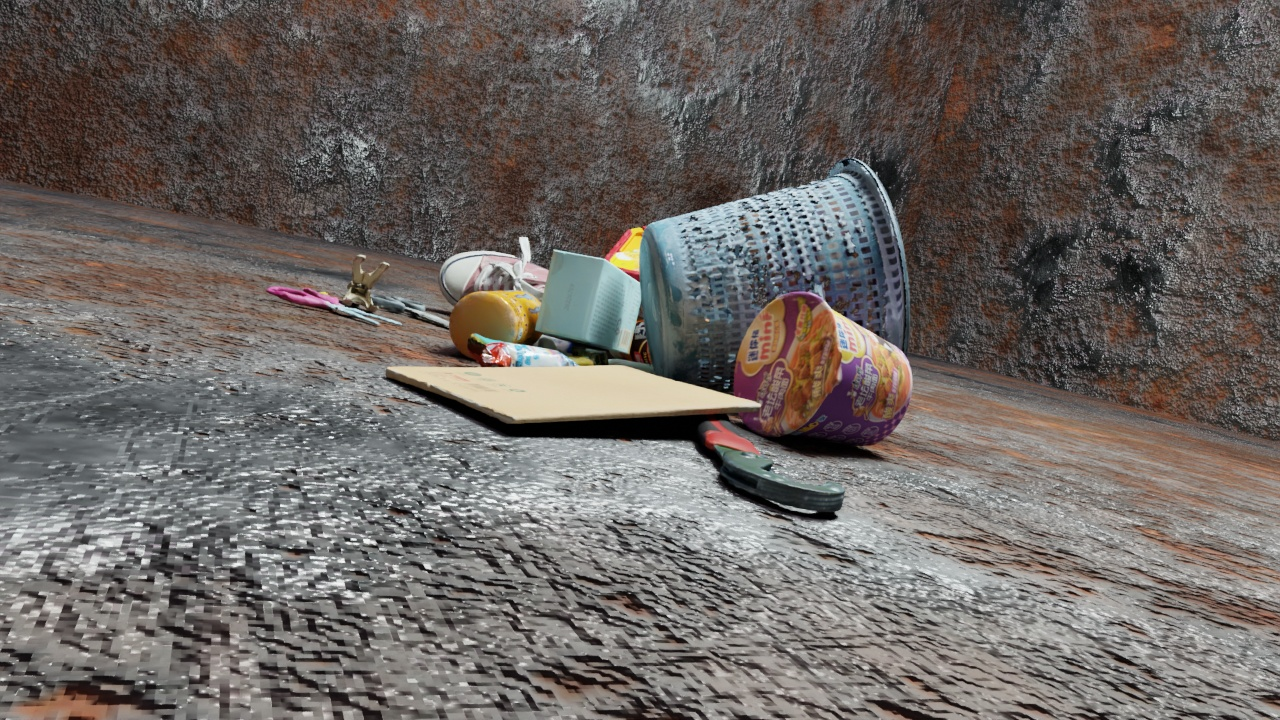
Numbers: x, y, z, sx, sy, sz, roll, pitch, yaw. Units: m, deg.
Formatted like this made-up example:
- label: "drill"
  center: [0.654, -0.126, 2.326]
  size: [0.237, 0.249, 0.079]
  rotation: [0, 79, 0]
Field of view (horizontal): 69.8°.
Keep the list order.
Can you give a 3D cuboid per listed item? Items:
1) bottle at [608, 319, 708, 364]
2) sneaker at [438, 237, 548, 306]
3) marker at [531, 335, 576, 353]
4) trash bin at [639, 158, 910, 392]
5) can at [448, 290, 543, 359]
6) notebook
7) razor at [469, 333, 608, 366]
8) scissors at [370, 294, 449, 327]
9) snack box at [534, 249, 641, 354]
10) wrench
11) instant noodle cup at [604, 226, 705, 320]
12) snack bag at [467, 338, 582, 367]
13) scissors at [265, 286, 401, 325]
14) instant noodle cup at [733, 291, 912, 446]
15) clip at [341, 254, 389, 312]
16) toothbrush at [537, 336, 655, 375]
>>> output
- label: "bottle"
  center: [0.018, -0.017, 0.963]
  size: [0.150, 0.067, 0.066]
  rotation: [6, 2, 37]
- label: "sneaker"
  center: [-0.137, -0.082, 1.083]
  size: [0.241, 0.118, 0.088]
  rotation: [19, -13, 15]
- label: "marker"
  center: [-0.126, -0.025, 0.946]
  size: [0.146, 0.017, 0.016]
  rotation: [15, 7, 32]
- label: "trash bin"
  center: [0.104, -0.057, 0.824]
  size: [0.195, 0.226, 0.226]
  rotation: [-7, 8, -6]
- label: "can"
  center: [-0.124, -0.034, 0.822]
  size: [0.058, 0.058, 0.146]
  rotation: [12, 6, 3]
- label: "notebook"
  center: [-0.042, 0.020, 0.611]
  size: [0.207, 0.008, 0.148]
  rotation: [0, 10, -43]
- label: "razor"
  center: [-0.086, -0.005, 0.754]
  size: [0.043, 0.028, 0.132]
  rotation: [15, 4, 43]
- label: "scissors"
  center: [-0.244, -0.049, 0.992]
  size: [0.133, 0.014, 0.175]
  rotation: [11, 8, -13]
- label: "snack box"
  center: [-0.044, -0.052, 0.874]
  size: [0.052, 0.074, 0.174]
  rotation: [12, -1, 12]
- label: "wrench"
  center: [0.056, 0.049, 0.575]
  size: [0.056, 0.016, 0.273]
  rotation: [10, 6, -11]
- label: "instant noodle cup"
  center: [0.018, -0.069, 1.032]
  size: [0.116, 0.124, 0.115]
  rotation: [14, 40, 17]
- label: "snack bag"
  center: [-0.084, 0.002, 0.707]
  size: [0.105, 0.026, 0.045]
  rotation: [9, 3, -40]
- label: "scissors"
  center: [-0.299, -0.053, 0.885]
  size: [0.136, 0.017, 0.108]
  rotation: [20, 6, 36]
- label: "instant noodle cup"
  center: [0.141, 0.015, 0.691]
  size: [0.099, 0.111, 0.112]
  rotation: [19, 1, -30]
- label: "clip"
  center: [-0.295, -0.088, 0.981]
  size: [0.035, 0.095, 0.102]
  rotation: [16, 14, -23]
- label: "toothbrush"
  center: [-0.005, 0.005, 0.876]
  size: [0.189, 0.020, 0.029]
  rotation: [11, -33, -3]
